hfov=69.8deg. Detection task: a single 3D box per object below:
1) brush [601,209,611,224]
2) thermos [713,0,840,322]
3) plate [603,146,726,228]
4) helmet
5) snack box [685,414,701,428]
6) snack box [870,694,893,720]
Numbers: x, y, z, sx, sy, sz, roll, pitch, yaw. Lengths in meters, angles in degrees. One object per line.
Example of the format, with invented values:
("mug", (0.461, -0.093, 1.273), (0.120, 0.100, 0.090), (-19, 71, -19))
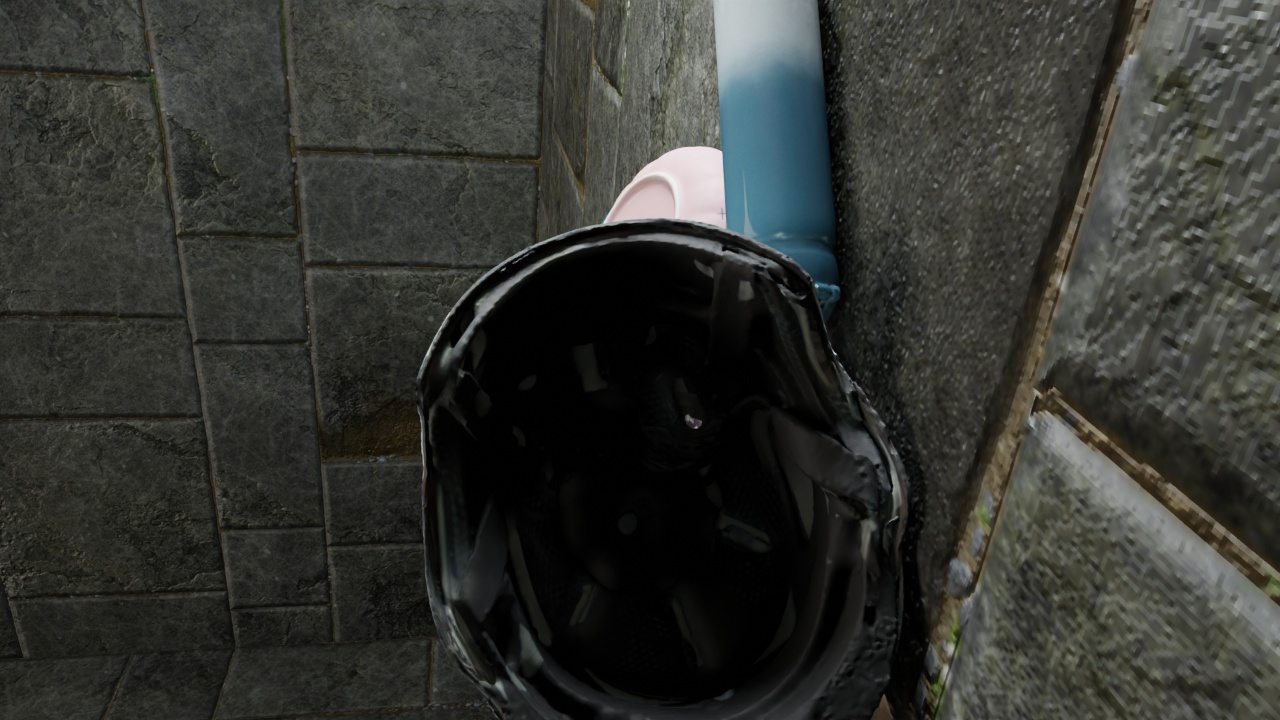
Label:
("brush", (-0.009, -0.112, 0.893), (0.144, 0.073, 0.055), (-65, 34, 28))
("thermos", (0.077, -0.125, 0.537), (0.070, 0.070, 0.220), (136, 134, -75))
("plate", (0.007, -0.090, 0.748), (0.193, 0.039, 0.192), (-34, 46, 44))
("helmet", (0.004, 0.072, 0.479), (0.157, 0.230, 0.274), (133, 118, -82))
("snack box", (0.061, 0.107, 0.684), (0.113, 0.053, 0.126), (-145, 61, -77))
("snack box", (0.106, 0.247, 0.488), (0.084, 0.026, 0.158), (-102, 16, -47))
